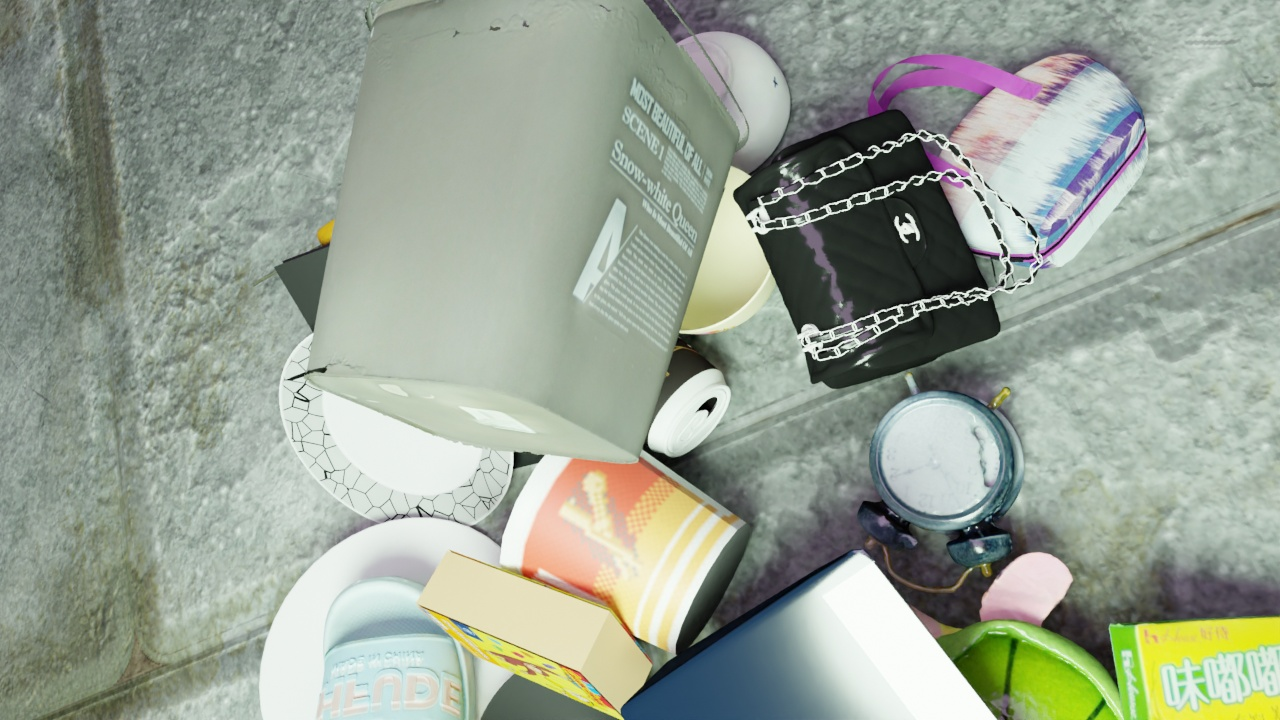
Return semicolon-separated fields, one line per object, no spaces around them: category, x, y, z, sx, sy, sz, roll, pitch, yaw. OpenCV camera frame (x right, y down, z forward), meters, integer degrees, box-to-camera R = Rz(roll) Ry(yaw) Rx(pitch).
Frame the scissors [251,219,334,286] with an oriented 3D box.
scissors;-0.230;-0.108;0.746;0.225;0.224;0.016;-27;102;4

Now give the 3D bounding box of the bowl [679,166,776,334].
bowl;0.049;-0.068;0.637;0.118;0.074;0.118;-6;75;24

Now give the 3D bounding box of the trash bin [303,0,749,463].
trash bin;-0.068;-0.069;0.528;0.198;0.197;0.219;3;72;30

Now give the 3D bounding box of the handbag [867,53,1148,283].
handbag;0.219;-0.142;0.587;0.170;0.068;0.144;42;98;34

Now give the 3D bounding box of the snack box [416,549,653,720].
snack box;-0.067;0.176;0.589;0.126;0.088;0.040;12;58;29

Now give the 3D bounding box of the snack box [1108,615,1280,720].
snack box;0.305;0.210;0.441;0.132;0.027;0.168;-1;75;-7

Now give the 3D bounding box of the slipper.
slipper;-0.161;0.257;0.598;0.104;0.074;0.245;-11;61;-1

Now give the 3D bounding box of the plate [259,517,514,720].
plate;-0.174;0.217;0.674;0.209;0.015;0.208;-3;61;5

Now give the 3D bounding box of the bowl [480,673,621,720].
bowl;-0.044;0.263;0.607;0.124;0.052;0.123;-11;50;13

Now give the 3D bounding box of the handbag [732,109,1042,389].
handbag;0.139;-0.067;0.538;0.125;0.115;0.153;-19;86;-25

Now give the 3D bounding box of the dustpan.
dustpan;0.097;0.261;0.509;0.274;0.080;0.236;-41;79;22

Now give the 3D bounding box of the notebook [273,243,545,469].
notebook;-0.158;-0.001;0.679;0.149;0.016;0.207;-15;114;22

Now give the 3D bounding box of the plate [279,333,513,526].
plate;-0.183;0.052;0.696;0.189;0.016;0.189;7;121;12

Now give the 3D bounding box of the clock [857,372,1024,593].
clock;0.181;0.075;0.555;0.090;0.052;0.129;8;86;27

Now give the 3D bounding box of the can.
can;-0.004;0.004;0.647;0.128;0.072;0.072;41;97;27

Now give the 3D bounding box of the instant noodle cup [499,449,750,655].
instant noodle cup;-0.004;0.118;0.599;0.121;0.123;0.123;27;90;20

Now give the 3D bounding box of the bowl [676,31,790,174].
bowl;0.047;-0.191;0.674;0.114;0.063;0.113;-7;74;24

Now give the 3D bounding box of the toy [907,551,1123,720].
toy;0.182;0.197;0.505;0.238;0.087;0.190;37;111;18
